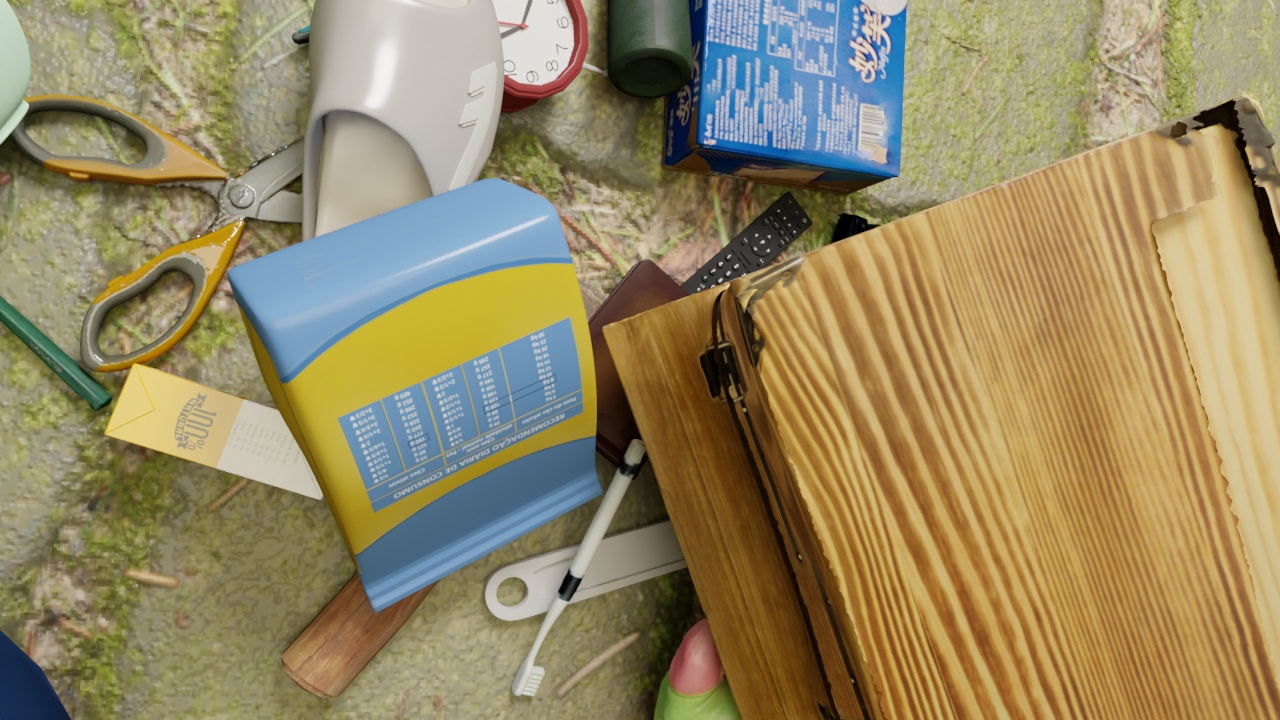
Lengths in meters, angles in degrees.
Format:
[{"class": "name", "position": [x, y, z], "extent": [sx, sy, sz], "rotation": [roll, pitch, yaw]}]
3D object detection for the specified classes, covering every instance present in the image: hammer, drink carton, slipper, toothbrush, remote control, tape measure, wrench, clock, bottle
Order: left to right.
[{"class": "toothbrush", "position": [-0.372, -0.040, 0.508], "extent": [0.190, 0.016, 0.017], "rotation": [46, 72, -11]}, {"class": "drink carton", "position": [-0.230, 0.043, 0.528], "extent": [0.122, 0.059, 0.040], "rotation": [21, 81, -16]}, {"class": "slipper", "position": [-0.144, -0.111, 0.517], "extent": [0.113, 0.080, 0.266], "rotation": [11, 104, -8]}, {"class": "hammer", "position": [-0.114, 0.076, 0.577], "extent": [0.158, 0.037, 0.300], "rotation": [41, 76, -12]}, {"class": "clock", "position": [-0.092, -0.205, 0.579], "extent": [0.137, 0.048, 0.096], "rotation": [-18, 102, -31]}, {"class": "toothbrush", "position": [-0.038, 0.134, 0.585], "extent": [0.017, 0.012, 0.187], "rotation": [21, 99, -31]}, {"class": "bottle", "position": [0.004, -0.265, 0.619], "extent": [0.055, 0.055, 0.174], "rotation": [5, 70, -18]}, {"class": "wrench", "position": [0.029, 0.136, 0.633], "extent": [0.273, 0.018, 0.086], "rotation": [-14, 93, -17]}, {"class": "remote control", "position": [0.068, -0.068, 0.658], "extent": [0.140, 0.009, 0.030], "rotation": [-42, 100, -16]}, {"class": "tape measure", "position": [0.170, -0.072, 0.680], "extent": [0.061, 0.034, 0.061], "rotation": [13, 84, -19]}]

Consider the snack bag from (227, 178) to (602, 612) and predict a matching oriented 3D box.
[{"class": "snack bag", "position": [-0.106, 0.025, 0.500], "extent": [0.158, 0.102, 0.205], "rotation": [-25, 121, -23]}]

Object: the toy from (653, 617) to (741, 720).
[{"class": "toy", "position": [0.073, 0.262, 0.604], "extent": [0.191, 0.097, 0.237], "rotation": [-16, 103, -32]}]

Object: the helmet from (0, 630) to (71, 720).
[{"class": "helmet", "position": [-0.370, 0.196, 0.388], "extent": [0.232, 0.223, 0.272], "rotation": [-25, 105, 6]}]

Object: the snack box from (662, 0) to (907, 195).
[{"class": "snack box", "position": [0.103, -0.231, 0.647], "extent": [0.155, 0.069, 0.202], "rotation": [4, 86, -18]}]

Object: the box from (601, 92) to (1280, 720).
[{"class": "box", "position": [0.181, 0.054, 0.470], "extent": [0.283, 0.324, 0.279], "rotation": [-23, 96, -46]}]

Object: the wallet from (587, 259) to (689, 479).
[{"class": "wallet", "position": [-0.003, 0.004, 0.589], "extent": [0.091, 0.018, 0.115], "rotation": [41, 78, -13]}]

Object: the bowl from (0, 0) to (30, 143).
[{"class": "bowl", "position": [-0.366, -0.132, 0.459], "extent": [0.150, 0.151, 0.077], "rotation": [-54, 131, -13]}]

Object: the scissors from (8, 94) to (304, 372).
[{"class": "scissors", "position": [-0.265, -0.101, 0.546], "extent": [0.216, 0.016, 0.224], "rotation": [47, 71, -10]}]

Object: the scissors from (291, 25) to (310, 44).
[{"class": "scissors", "position": [-0.152, -0.211, 0.588], "extent": [0.124, 0.019, 0.154], "rotation": [16, 80, -19]}]
